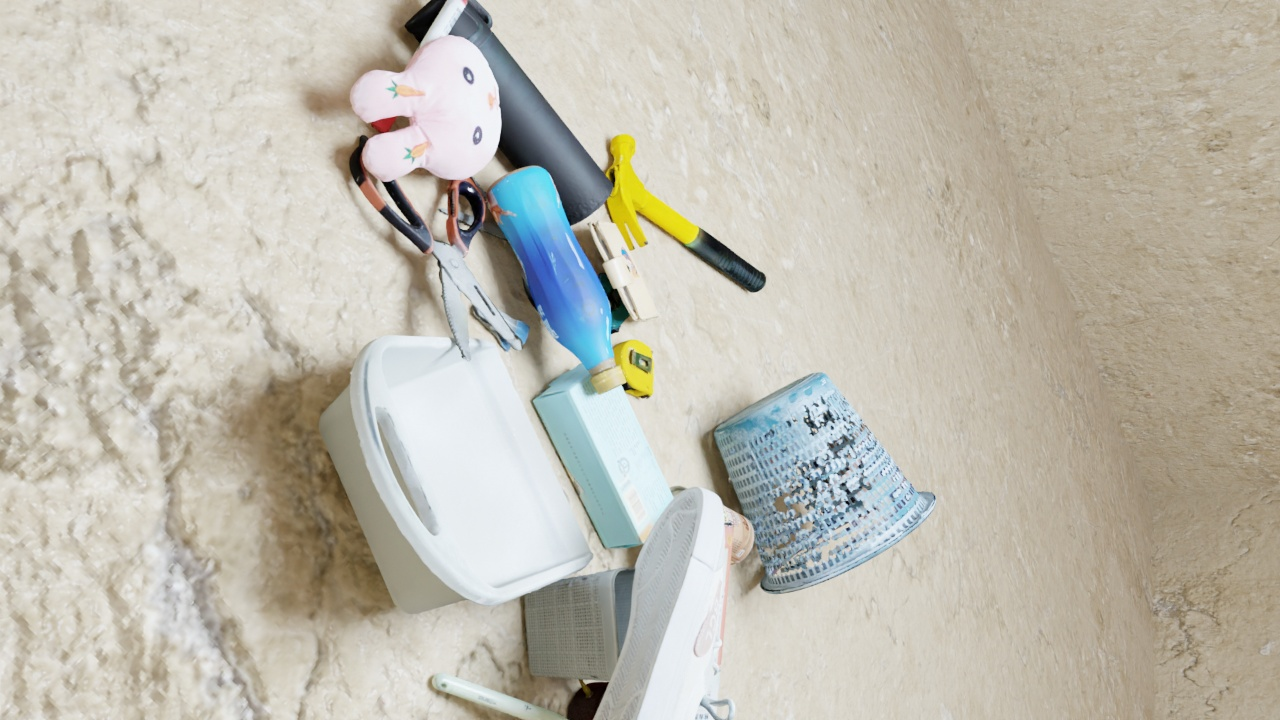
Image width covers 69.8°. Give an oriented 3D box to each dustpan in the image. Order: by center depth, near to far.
[{"bbox_3d":[-0.122,0.076,0.689,0.257,0.143,0.222,-17,78,-49],"label":"dustpan"}]

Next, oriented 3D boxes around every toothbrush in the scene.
[{"bbox_3d":[-0.082,0.289,0.743,0.189,0.029,0.020,29,9,-19],"label":"toothbrush"}]

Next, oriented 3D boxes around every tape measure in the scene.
[{"bbox_3d":[-0.035,-0.059,0.973,0.058,0.025,0.054,58,39,-20],"label":"tape measure"},{"bbox_3d":[-0.006,0.006,0.984,0.057,0.029,0.060,25,58,-45],"label":"tape measure"}]

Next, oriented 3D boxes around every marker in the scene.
[{"bbox_3d":[-0.191,-0.261,0.798,0.017,0.017,0.145,35,79,-40],"label":"marker"}]

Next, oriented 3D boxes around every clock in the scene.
[{"bbox_3d":[-0.021,0.340,0.821,0.082,0.055,0.122,1,77,-52],"label":"clock"}]

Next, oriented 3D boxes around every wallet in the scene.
[{"bbox_3d":[-0.018,-0.095,0.979,0.115,0.024,0.087,66,17,2],"label":"wallet"}]

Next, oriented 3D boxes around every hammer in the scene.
[{"bbox_3d":[0.062,-0.153,1.126,0.300,0.033,0.128,27,57,-44],"label":"hammer"}]

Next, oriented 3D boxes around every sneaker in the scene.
[{"bbox_3d":[0.038,0.216,0.714,0.090,0.090,0.241,34,55,-21],"label":"sneaker"}]

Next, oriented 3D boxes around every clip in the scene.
[{"bbox_3d":[-0.132,-0.034,0.847,0.058,0.043,0.026,41,49,-31],"label":"clip"}]

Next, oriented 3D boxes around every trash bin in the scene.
[{"bbox_3d":[0.194,0.130,1.069,0.225,0.227,0.195,-25,84,-53],"label":"trash bin"}]

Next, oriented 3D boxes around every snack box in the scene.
[{"bbox_3d":[-0.033,0.092,0.899,0.074,0.052,0.175,-41,111,-52],"label":"snack box"}]

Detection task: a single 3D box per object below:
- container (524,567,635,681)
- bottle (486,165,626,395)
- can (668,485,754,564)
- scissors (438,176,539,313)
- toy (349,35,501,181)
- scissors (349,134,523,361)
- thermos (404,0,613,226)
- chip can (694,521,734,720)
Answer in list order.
[{"bbox_3d":[-0.035,0.229,0.794,0.090,0.115,0.090,12,67,-50],"label":"container"},{"bbox_3d":[-0.073,-0.072,0.855,0.065,0.065,0.218,-20,84,-53],"label":"bottle"},{"bbox_3d":[0.070,0.179,0.994,0.116,0.059,0.058,33,53,-42],"label":"can"},{"bbox_3d":[-0.121,-0.115,0.896,0.180,0.014,0.159,-9,81,-51],"label":"scissors"},{"bbox_3d":[-0.176,-0.208,0.781,0.159,0.054,0.121,-38,131,-46],"label":"toy"},{"bbox_3d":[-0.170,-0.102,0.785,0.189,0.015,0.226,32,40,-32],"label":"scissors"},{"bbox_3d":[-0.118,-0.250,0.896,0.242,0.069,0.089,51,48,-28],"label":"thermos"},{"bbox_3d":[0.047,0.261,0.887,0.071,0.071,0.214,14,79,-49],"label":"chip can"}]
